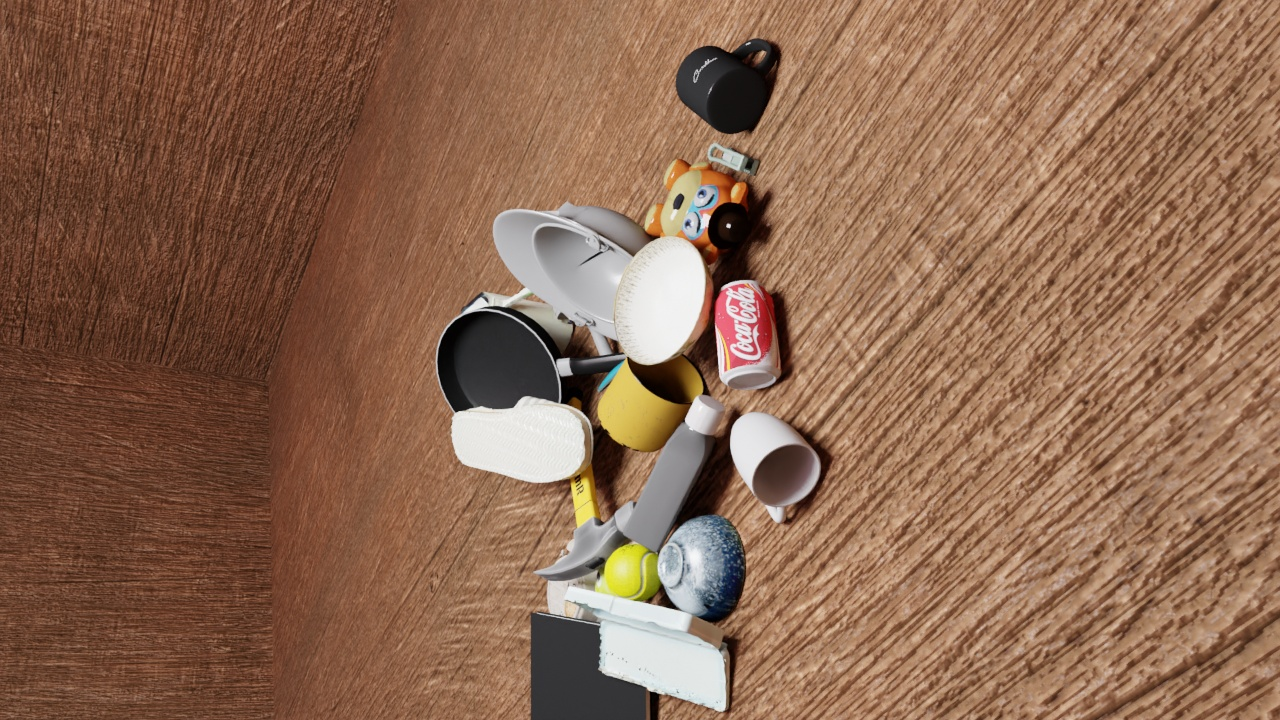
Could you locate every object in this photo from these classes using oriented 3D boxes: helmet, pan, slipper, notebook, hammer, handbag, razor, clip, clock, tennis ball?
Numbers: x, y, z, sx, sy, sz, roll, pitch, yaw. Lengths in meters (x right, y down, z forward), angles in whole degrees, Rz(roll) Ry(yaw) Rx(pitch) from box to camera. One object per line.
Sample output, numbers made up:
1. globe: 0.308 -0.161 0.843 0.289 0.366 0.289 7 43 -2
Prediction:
1. helmet: -0.046 -0.137 1.175 0.117 0.271 0.184 -55 -11 -33
2. pan: -0.128 0.011 1.261 0.356 0.044 0.204 -8 106 28
3. slipper: -0.162 0.106 1.247 0.273 0.054 0.114 -4 88 41
4. notebook: -0.064 0.394 1.118 0.207 0.016 0.149 -6 83 44
5. hammer: -0.083 0.148 1.218 0.170 0.034 0.324 -40 35 19
6. handbag: -0.170 -0.059 1.359 0.176 0.151 0.074 -35 52 48
7. razor: -0.058 -0.035 1.258 0.048 0.088 0.116 -42 66 49
8. clip: 0.108 -0.236 1.076 0.076 0.042 0.023 41 115 54
9. clock: -0.080 0.281 1.195 0.103 0.061 0.157 11 92 58
10. tennis ball: -0.007 0.241 1.039 0.066 0.065 0.065 -25 60 54

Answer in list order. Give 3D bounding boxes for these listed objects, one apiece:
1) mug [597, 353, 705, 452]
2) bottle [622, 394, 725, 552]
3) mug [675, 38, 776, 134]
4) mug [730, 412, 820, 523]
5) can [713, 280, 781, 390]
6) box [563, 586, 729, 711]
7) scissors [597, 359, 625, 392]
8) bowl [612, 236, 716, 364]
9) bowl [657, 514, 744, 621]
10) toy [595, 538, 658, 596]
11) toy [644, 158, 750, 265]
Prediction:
1. mug: 0.014 0.040 1.092 0.094 0.100 0.123 -58 -3 35
2. bottle: 0.043 0.120 1.020 0.174 0.046 0.083 -66 -9 20
3. mug: 0.107 -0.328 1.070 0.114 0.078 0.088 -43 40 8
4. mug: 0.128 0.107 0.916 0.089 0.071 0.107 -123 23 -60
5. can: 0.112 -0.027 0.970 0.064 0.064 0.104 -32 54 51
6. box: 0.005 0.308 1.002 0.198 0.074 0.126 -3 99 47
7. scissors: -0.004 0.014 1.162 0.125 0.019 0.156 2 111 27
8. bowl: 0.040 -0.062 1.035 0.146 0.063 0.145 -15 69 45
9. bowl: 0.055 0.224 0.994 0.115 0.060 0.114 -22 64 55
10. toy: -0.017 0.252 1.118 0.118 0.043 0.092 -22 60 52
11. toy: 0.072 -0.172 1.064 0.176 0.096 0.112 32 101 46
